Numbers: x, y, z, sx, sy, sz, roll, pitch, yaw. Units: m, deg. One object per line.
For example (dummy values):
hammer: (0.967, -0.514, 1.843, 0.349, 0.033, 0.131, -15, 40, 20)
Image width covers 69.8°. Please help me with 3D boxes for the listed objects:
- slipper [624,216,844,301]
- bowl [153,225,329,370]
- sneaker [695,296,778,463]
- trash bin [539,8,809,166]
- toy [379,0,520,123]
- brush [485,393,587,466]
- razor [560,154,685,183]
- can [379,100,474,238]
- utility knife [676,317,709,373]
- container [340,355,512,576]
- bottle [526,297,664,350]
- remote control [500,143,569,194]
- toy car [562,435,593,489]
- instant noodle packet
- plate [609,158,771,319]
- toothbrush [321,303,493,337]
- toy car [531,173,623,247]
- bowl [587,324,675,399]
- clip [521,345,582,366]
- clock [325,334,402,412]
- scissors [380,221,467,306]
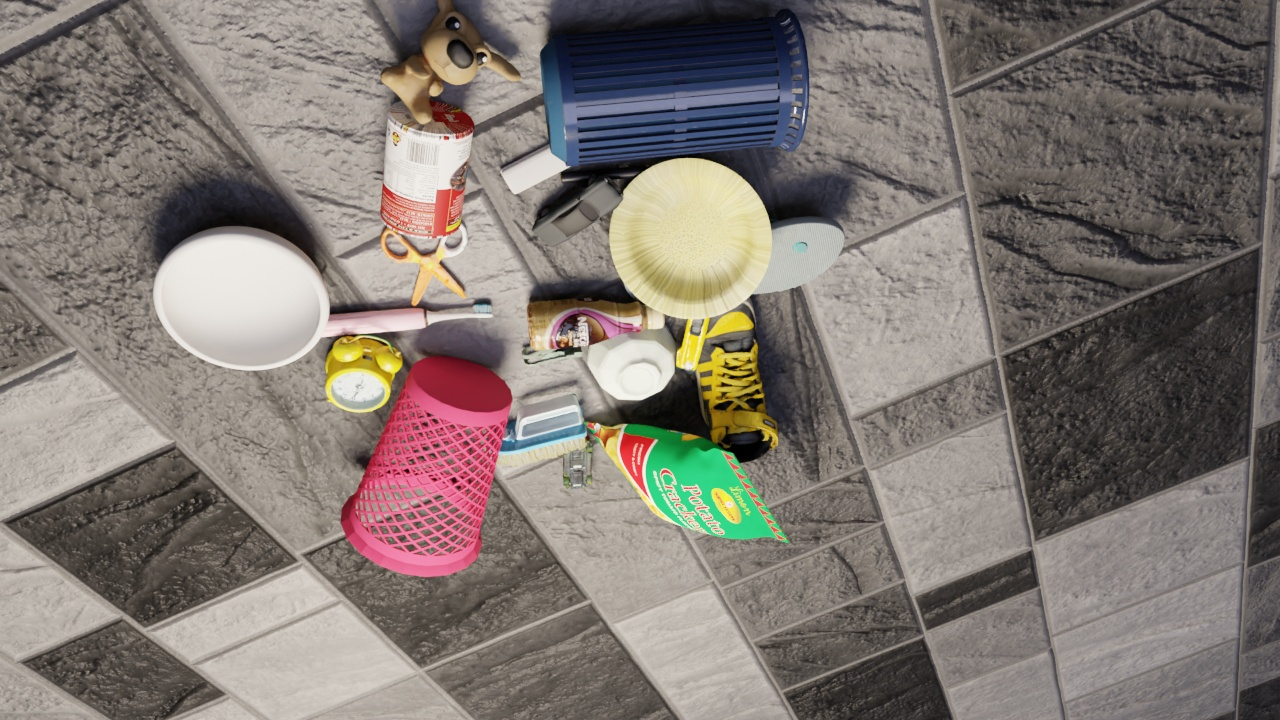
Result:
slipper: (0.112, -0.123, 1.118, 0.269, 0.054, 0.098, -12, 132, 11)
bowl: (-0.433, -0.077, 1.011, 0.176, 0.066, 0.177, -6, 128, -8)
sneaker: (0.123, 0.032, 1.185, 0.086, 0.122, 0.239, -11, 129, -6)
trash bin: (0.029, -0.271, 0.925, 0.249, 0.139, 0.139, -7, 128, -6)
toy: (-0.195, -0.291, 0.889, 0.108, 0.105, 0.134, -39, 122, 4)
brush: (-0.141, 0.092, 1.212, 0.136, 0.055, 0.075, -15, 133, -1)
razor: (-0.018, -0.212, 1.030, 0.144, 0.022, 0.043, -8, 127, -6)
can: (-0.223, -0.199, 0.953, 0.086, 0.086, 0.117, 5, 126, -16)
utility knife: (0.072, -0.058, 1.131, 0.030, 0.017, 0.191, 9, 125, -3)
container: (-0.255, 0.122, 1.148, 0.183, 0.183, 0.226, 14, 115, -22)
bottle: (-0.054, -0.048, 1.121, 0.166, 0.059, 0.060, -5, 127, -8)
remote control: (-0.090, -0.224, 1.010, 0.131, 0.012, 0.033, -26, 128, 7)
toy car: (-0.088, 0.139, 1.272, 0.042, 0.036, 0.091, -4, 128, -9)
instant noodle packet: (0.058, 0.161, 1.228, 0.090, 0.253, 0.195, -56, 132, -26)
plate: (0.059, -0.141, 1.051, 0.184, 0.036, 0.184, 5, 112, 11)
toothbrush: (-0.288, -0.049, 1.092, 0.222, 0.027, 0.026, -6, 94, -9)
toy car: (-0.071, -0.167, 1.034, 0.112, 0.034, 0.046, -29, 133, 26)
bowl: (-0.007, 0.007, 1.175, 0.117, 0.061, 0.118, -6, 129, -8)
clip: (-0.110, -0.008, 1.165, 0.078, 0.023, 0.050, -28, 126, 6)
clock: (-0.335, 0.009, 1.104, 0.083, 0.057, 0.119, 15, 128, -22)
scissors: (-0.239, -0.117, 1.060, 0.128, 0.011, 0.125, -34, 125, 14)
